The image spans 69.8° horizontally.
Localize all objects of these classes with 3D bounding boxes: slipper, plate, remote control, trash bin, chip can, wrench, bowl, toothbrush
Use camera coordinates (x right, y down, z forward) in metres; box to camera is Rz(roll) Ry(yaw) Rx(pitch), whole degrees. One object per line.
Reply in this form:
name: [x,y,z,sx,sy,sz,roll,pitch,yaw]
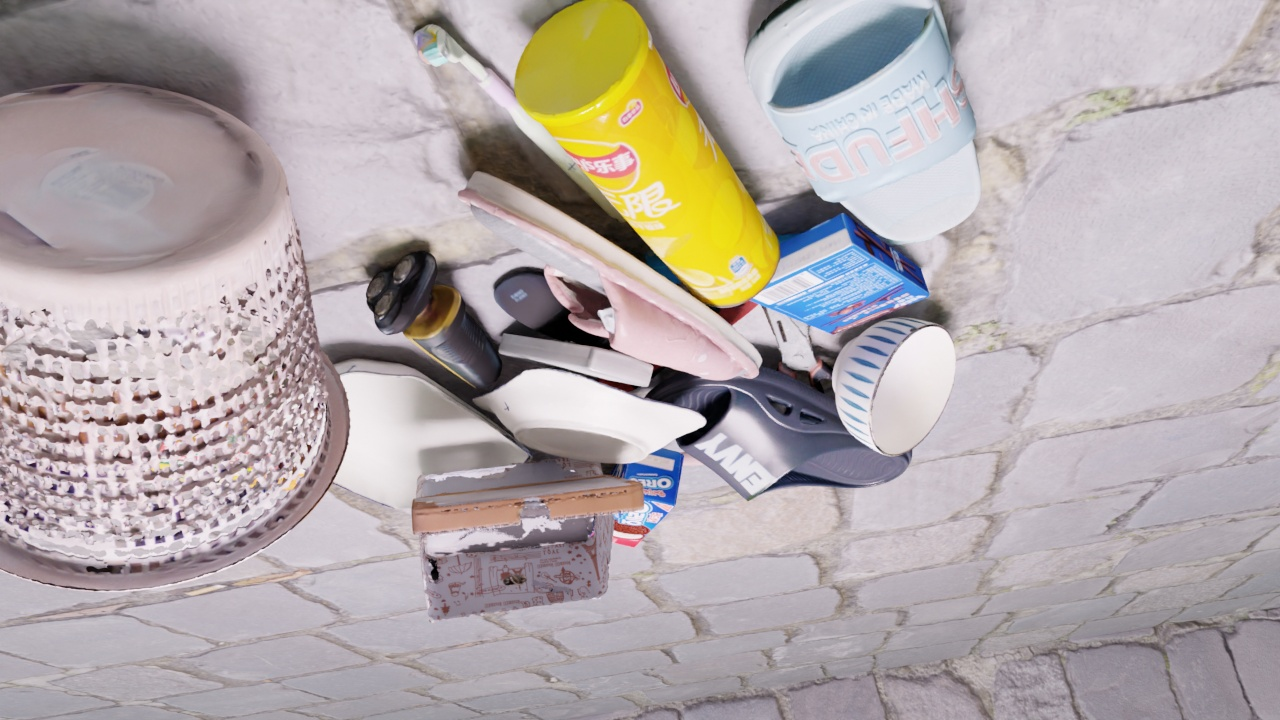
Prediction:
slipper: [0.130,0.078,0.811,0.268,0.083,0.111,18,141,-21]
plate: [-0.207,0.067,0.807,0.162,0.034,0.265,-23,147,16]
remote control: [-0.050,-0.002,0.680,0.056,0.019,0.135,18,174,-36]
slipper: [0.138,-0.124,0.519,0.104,0.074,0.245,-21,150,24]
trash bin: [-0.266,-0.024,0.482,0.227,0.227,0.193,3,137,-19]
slipper: [-0.014,-0.037,0.609,0.274,0.114,0.054,31,89,-45]
remote control: [-0.049,-0.031,0.691,0.136,0.024,0.053,20,140,-41]
chip can: [0.014,-0.105,0.524,0.072,0.072,0.213,-19,150,19]
plate: [-0.046,0.055,0.753,0.163,0.034,0.165,18,158,-26]
wrench: [-0.005,0.005,0.770,0.056,0.016,0.274,32,133,-33]
bowl: [0.206,0.016,0.776,0.116,0.116,0.066,24,-178,-45]
toothbrush: [-0.057,-0.126,0.524,0.020,0.029,0.189,-56,143,0]

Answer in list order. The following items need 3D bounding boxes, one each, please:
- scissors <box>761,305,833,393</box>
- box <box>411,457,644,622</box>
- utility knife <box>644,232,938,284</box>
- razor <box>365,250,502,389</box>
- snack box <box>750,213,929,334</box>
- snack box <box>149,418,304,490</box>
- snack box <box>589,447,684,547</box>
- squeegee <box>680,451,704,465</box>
scissors: [0.126,0.007,0.797,0.205,0.015,0.197,19,140,-28]
box: [-0.106,0.140,0.805,0.178,0.125,0.274,-5,155,-13]
utility knife: [0.110,-0.079,0.653,0.216,0.018,0.034,-8,151,-3]
razor: [-0.144,-0.021,0.669,0.068,0.062,0.167,17,163,18]
snack box: [0.142,-0.057,0.662,0.085,0.026,0.157,-24,158,30]
snack box: [-0.352,0.088,0.828,0.155,0.027,0.077,12,144,-32]
snack box: [-0.009,0.143,0.948,0.058,0.057,0.208,15,155,-6]
squeegee: [0.096,0.080,0.917,0.250,0.040,0.248,-11,150,4]
